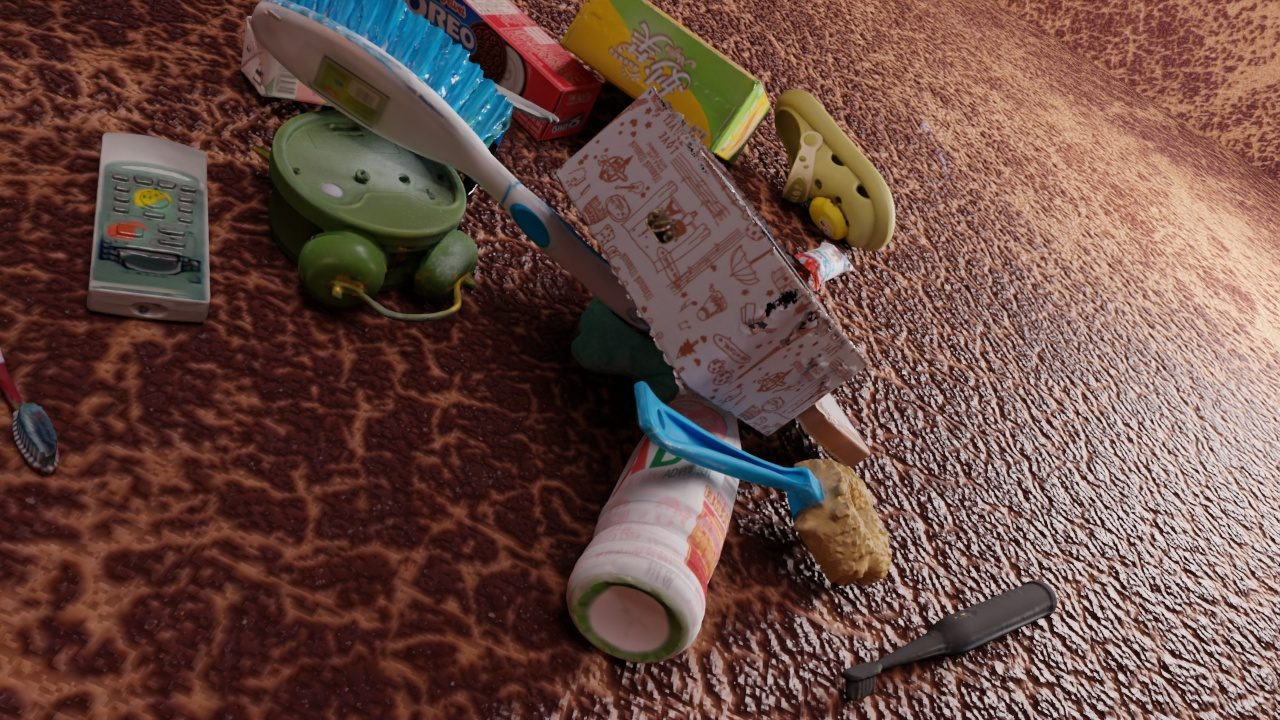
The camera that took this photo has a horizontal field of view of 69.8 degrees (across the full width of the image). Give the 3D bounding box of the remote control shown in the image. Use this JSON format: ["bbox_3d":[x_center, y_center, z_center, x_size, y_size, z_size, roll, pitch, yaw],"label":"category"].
[{"bbox_3d":[-0.267,-0.076,0.502,0.056,0.019,0.135,6,45,-31],"label":"remote control"}]

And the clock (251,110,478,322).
[{"bbox_3d":[-0.163,-0.084,0.560,0.115,0.056,0.161,-9,54,-42],"label":"clock"}]

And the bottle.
[{"bbox_3d":[0.019,0.072,0.513,0.068,0.068,0.196,31,36,-4],"label":"bottle"}]

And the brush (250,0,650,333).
[{"bbox_3d":[-0.099,-0.130,0.573,0.314,0.061,0.109,33,38,-13],"label":"brush"}]

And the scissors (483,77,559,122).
[{"bbox_3d":[-0.153,-0.228,0.673,0.234,0.022,0.148,19,26,-9],"label":"scissors"}]

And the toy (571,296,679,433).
[{"bbox_3d":[-0.004,0.004,0.605,0.092,0.030,0.096,26,43,-7],"label":"toy"}]

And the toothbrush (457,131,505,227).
[{"bbox_3d":[-0.122,-0.146,0.693,0.014,0.016,0.189,32,35,-16],"label":"toothbrush"}]

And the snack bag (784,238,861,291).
[{"bbox_3d":[0.164,-0.087,0.833,0.045,0.026,0.105,43,35,17],"label":"snack bag"}]

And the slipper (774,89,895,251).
[{"bbox_3d":[0.175,-0.181,0.914,0.081,0.092,0.190,-28,73,-7],"label":"slipper"}]

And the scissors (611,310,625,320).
[{"bbox_3d":[0.012,-0.070,0.712,0.174,0.012,0.161,41,38,10],"label":"scissors"}]

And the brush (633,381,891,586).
[{"bbox_3d":[0.073,0.068,0.507,0.254,0.046,0.083,31,41,-45],"label":"brush"}]

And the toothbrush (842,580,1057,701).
[{"bbox_3d":[0.196,0.172,0.572,0.212,0.027,0.026,-5,8,-39],"label":"toothbrush"}]

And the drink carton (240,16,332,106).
[{"bbox_3d":[-0.218,-0.208,0.664,0.122,0.046,0.053,-4,38,-42],"label":"drink carton"}]

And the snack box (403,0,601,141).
[{"bbox_3d":[-0.128,-0.280,0.803,0.207,0.057,0.058,46,41,14],"label":"snack box"}]

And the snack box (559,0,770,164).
[{"bbox_3d":[0.032,-0.251,0.820,0.157,0.070,0.209,36,13,3],"label":"snack box"}]

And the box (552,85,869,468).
[{"bbox_3d":[0.069,-0.034,0.586,0.259,0.082,0.176,34,22,-57],"label":"box"}]

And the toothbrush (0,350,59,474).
[{"bbox_3d":[-0.305,-0.024,0.418,0.016,0.017,0.187,-17,60,-47],"label":"toothbrush"}]
